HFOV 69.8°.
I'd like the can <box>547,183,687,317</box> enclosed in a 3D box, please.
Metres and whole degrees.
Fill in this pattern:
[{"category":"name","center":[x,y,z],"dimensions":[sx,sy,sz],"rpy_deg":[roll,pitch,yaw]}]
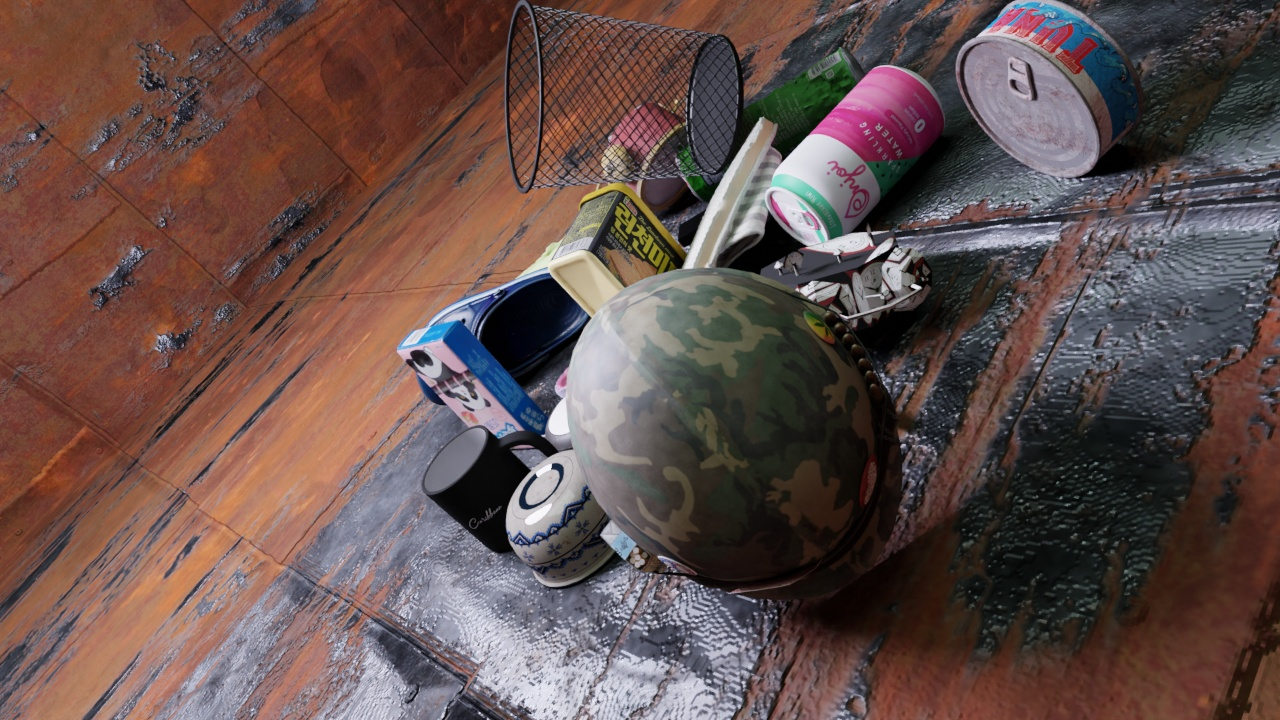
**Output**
[{"category":"can","center":[-0.020,-0.097,0.944],"dimensions":[0.073,0.131,0.100],"rpy_deg":[-13,41,43]}]

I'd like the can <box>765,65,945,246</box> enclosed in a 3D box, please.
[{"category":"can","center":[0.195,-0.185,0.836],"dimensions":[0.165,0.088,0.088],"rpy_deg":[-46,27,-10]}]

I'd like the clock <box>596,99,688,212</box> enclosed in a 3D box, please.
[{"category":"clock","center":[-0.001,-0.241,1.111],"dimensions":[0.081,0.117,0.158],"rpy_deg":[38,70,23]}]

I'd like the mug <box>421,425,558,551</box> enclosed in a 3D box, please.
[{"category":"mug","center":[-0.124,0.107,0.822],"dimensions":[0.114,0.088,0.078],"rpy_deg":[-33,28,16]}]

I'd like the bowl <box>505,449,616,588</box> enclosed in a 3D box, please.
[{"category":"bowl","center":[-0.063,0.121,0.753],"dimensions":[0.116,0.059,0.115],"rpy_deg":[-31,29,19]}]

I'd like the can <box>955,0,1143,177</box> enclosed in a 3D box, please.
[{"category":"can","center":[0.297,-0.198,0.675],"dimensions":[0.044,0.130,0.130],"rpy_deg":[-43,27,-2]}]

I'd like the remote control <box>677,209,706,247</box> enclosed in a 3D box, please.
[{"category":"remote control","center":[0.106,-0.173,1.018],"dimensions":[0.150,0.013,0.034],"rpy_deg":[-28,30,25]}]

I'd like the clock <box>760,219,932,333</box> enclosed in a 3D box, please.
[{"category":"clock","center":[0.152,-0.062,0.691],"dimensions":[0.114,0.065,0.154],"rpy_deg":[-22,17,-6]}]

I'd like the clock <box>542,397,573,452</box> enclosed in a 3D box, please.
[{"category":"clock","center":[-0.045,0.055,0.844],"dimensions":[0.091,0.044,0.123],"rpy_deg":[-50,28,-16]}]

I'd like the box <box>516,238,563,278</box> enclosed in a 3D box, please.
[{"category":"box","center":[-0.090,-0.113,1.152],"dimensions":[0.188,0.048,0.140],"rpy_deg":[-40,30,2]}]

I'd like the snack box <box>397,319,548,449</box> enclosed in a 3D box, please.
[{"category":"snack box","center":[-0.164,0.029,0.918],"dimensions":[0.088,0.154,0.033],"rpy_deg":[-8,39,46]}]

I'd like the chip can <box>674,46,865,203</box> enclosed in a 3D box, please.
[{"category":"chip can","center":[0.149,-0.262,1.028],"dimensions":[0.224,0.075,0.075],"rpy_deg":[-27,30,25]}]

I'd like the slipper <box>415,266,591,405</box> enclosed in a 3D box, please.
[{"category":"slipper","center":[-0.166,-0.027,1.055],"dimensions":[0.253,0.105,0.095],"rpy_deg":[-29,22,18]}]

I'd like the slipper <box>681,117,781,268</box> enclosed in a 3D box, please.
[{"category":"slipper","center":[0.079,-0.113,0.889],"dimensions":[0.272,0.054,0.115],"rpy_deg":[-65,10,-17]}]

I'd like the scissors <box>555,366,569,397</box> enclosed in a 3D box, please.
[{"category":"scissors","center":[-0.013,0.011,0.798],"dimensions":[0.171,0.014,0.167],"rpy_deg":[-28,34,27]}]

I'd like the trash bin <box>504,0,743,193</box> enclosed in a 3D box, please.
[{"category":"trash bin","center":[-0.019,-0.265,0.941],"dimensions":[0.210,0.184,0.184],"rpy_deg":[-3,20,-18]}]

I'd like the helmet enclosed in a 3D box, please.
[{"category":"helmet","center":[0.057,0.046,0.570],"dimensions":[0.193,0.224,0.236],"rpy_deg":[-44,2,6]}]
